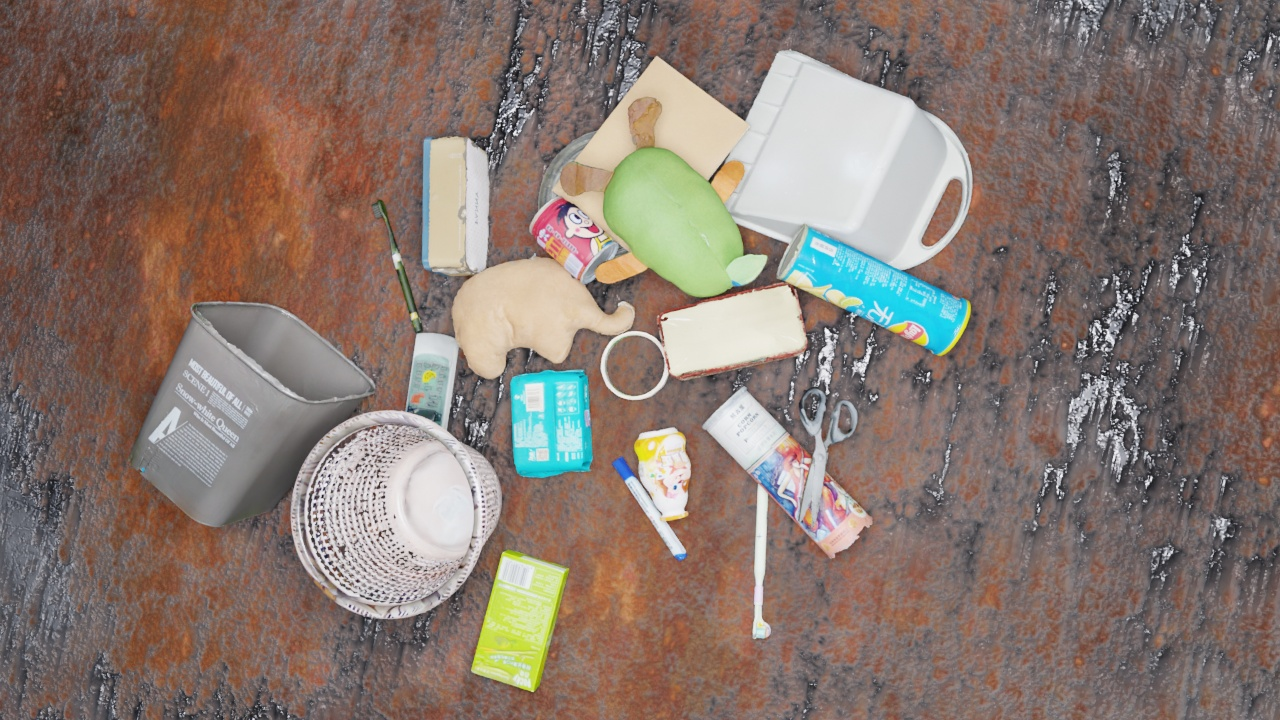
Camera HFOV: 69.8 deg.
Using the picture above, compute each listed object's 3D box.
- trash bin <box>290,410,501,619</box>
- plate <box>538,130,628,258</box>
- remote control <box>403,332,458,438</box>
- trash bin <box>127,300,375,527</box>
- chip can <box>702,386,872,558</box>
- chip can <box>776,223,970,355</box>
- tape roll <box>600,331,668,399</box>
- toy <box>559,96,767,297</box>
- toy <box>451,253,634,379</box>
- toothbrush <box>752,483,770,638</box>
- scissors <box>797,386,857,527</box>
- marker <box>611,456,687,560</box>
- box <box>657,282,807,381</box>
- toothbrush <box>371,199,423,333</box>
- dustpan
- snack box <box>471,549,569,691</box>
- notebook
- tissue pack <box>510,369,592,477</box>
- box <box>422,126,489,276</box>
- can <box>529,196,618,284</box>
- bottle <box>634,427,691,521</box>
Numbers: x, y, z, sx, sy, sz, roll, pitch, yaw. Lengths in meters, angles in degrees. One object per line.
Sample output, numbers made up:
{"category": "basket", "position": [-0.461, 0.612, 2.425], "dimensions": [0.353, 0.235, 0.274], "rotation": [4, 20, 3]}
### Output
{"category": "trash bin", "position": [-0.263, 0.173, 1.090], "dimensions": [0.228, 0.192, 0.227], "rotation": [-1, 87, 10]}
{"category": "plate", "position": [-0.040, -0.201, 1.156], "dimensions": [0.179, 0.024, 0.179], "rotation": [0, 89, 11]}
{"category": "remote control", "position": [-0.271, 0.032, 1.186], "dimensions": [0.056, 0.019, 0.135], "rotation": [8, 89, 11]}
{"category": "trash bin", "position": [-0.492, 0.068, 1.143], "dimensions": [0.199, 0.198, 0.220], "rotation": [38, 100, 9]}
{"category": "chip can", "position": [0.172, 0.131, 1.078], "dimensions": [0.071, 0.071, 0.214], "rotation": [-44, 82, 5]}
{"category": "chip can", "position": [0.265, -0.080, 1.048], "dimensions": [0.210, 0.071, 0.071], "rotation": [25, 92, -3]}
{"category": "tape roll", "position": [-0.007, 0.007, 1.144], "dimensions": [0.086, 0.014, 0.085], "rotation": [0, 87, 10]}
{"category": "toy", "position": [0.031, -0.170, 1.071], "dimensions": [0.227, 0.090, 0.246], "rotation": [-41, 93, -6]}
{"category": "toy", "position": [-0.124, -0.064, 1.139], "dimensions": [0.226, 0.082, 0.143], "rotation": [-13, 89, 6]}
{"category": "toothbrush", "position": [0.147, 0.238, 1.104], "dimensions": [0.020, 0.029, 0.189], "rotation": [-3, 84, 50]}
{"category": "scissors", "position": [0.214, 0.111, 1.054], "dimensions": [0.146, 0.014, 0.172], "rotation": [-10, 65, -24]}
{"category": "marker", "position": [0.012, 0.183, 1.131], "dimensions": [0.017, 0.017, 0.145], "rotation": [-36, 82, 6]}
{"category": "box", "position": [0.110, -0.032, 1.092], "dimensions": [0.168, 0.080, 0.091], "rotation": [-13, 85, 10]}
{"category": "toothbrush", "position": [-0.320, -0.123, 1.207], "dimensions": [0.017, 0.012, 0.185], "rotation": [-20, 84, 14]}
{"category": "dustpan", "position": [0.254, -0.224, 1.111], "dimensions": [0.258, 0.142, 0.222], "rotation": [27, 92, 39]}
{"category": "snack box", "position": [-0.150, 0.325, 1.148], "dimensions": [0.086, 0.026, 0.156], "rotation": [14, 90, 10]}
{"category": "notebook", "position": [0.010, -0.247, 1.129], "dimensions": [0.149, 0.012, 0.211], "rotation": [39, 94, 9]}
{"category": "tissue pack", "position": [-0.110, 0.079, 1.140], "dimensions": [0.093, 0.050, 0.133], "rotation": [-3, 87, 8]}
{"category": "box", "position": [-0.232, -0.198, 1.157], "dimensions": [0.061, 0.089, 0.184], "rotation": [-3, 84, 11]}
{"category": "can", "position": [-0.082, -0.147, 1.115], "dimensions": [0.094, 0.066, 0.066], "rotation": [42, 95, 9]}
{"category": "bottle", "position": [0.031, 0.137, 1.107], "dimensions": [0.063, 0.063, 0.108], "rotation": [-12, 86, 9]}
